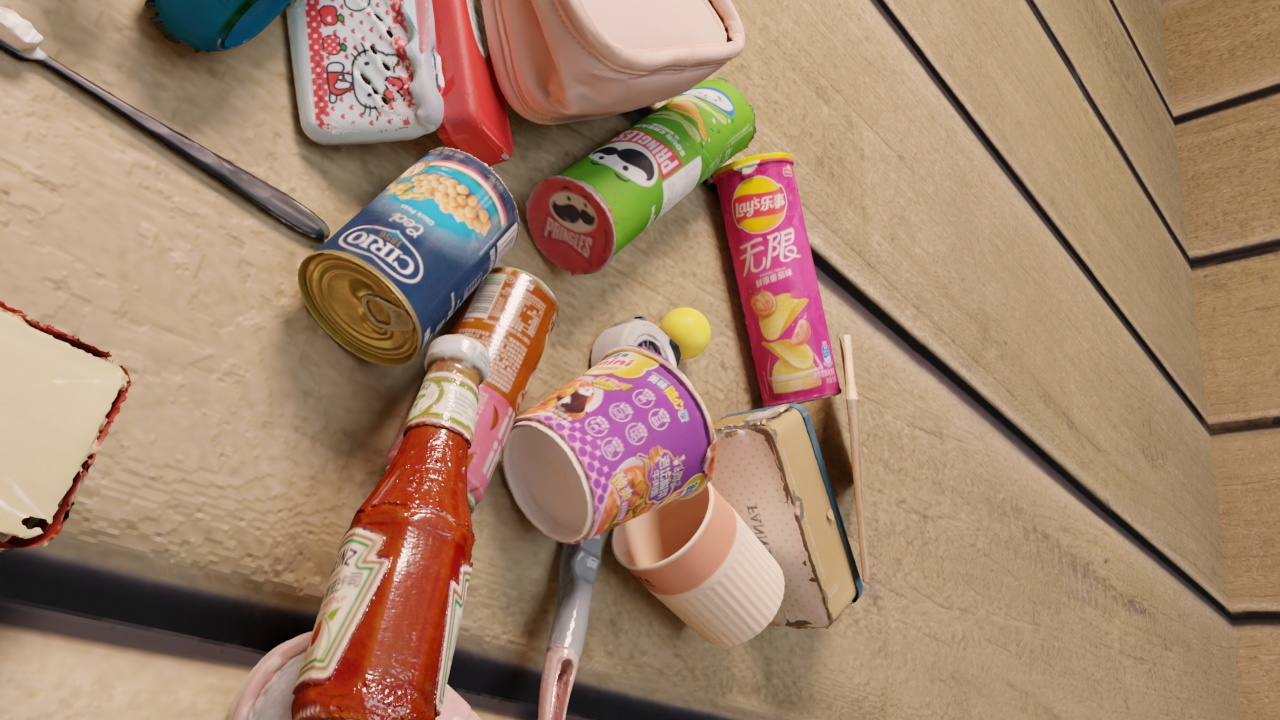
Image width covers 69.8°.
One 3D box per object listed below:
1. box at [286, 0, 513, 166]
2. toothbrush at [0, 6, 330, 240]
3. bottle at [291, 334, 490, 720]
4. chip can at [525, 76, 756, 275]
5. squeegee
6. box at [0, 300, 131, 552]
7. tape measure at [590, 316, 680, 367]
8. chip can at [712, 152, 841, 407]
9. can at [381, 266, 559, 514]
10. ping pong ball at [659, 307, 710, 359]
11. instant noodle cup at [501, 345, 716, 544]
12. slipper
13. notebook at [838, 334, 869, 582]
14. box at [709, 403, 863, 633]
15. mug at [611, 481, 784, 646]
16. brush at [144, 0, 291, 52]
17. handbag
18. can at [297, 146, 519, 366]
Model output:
[{"bbox_3d":[-0.151,-0.220,0.560,0.119,0.098,0.201,28,52,-78],"label":"box"},{"bbox_3d":[-0.231,-0.111,0.457,0.181,0.018,0.015,36,52,-38],"label":"toothbrush"},{"bbox_3d":[-0.106,0.076,0.434,0.059,0.060,0.205,39,42,-35],"label":"bottle"},{"bbox_3d":[0.009,-0.146,0.693,0.235,0.072,0.072,-45,113,-45],"label":"chip can"},{"bbox_3d":[-0.042,0.177,0.536,0.247,0.040,0.249,35,31,-22],"label":"squeegee"},{"bbox_3d":[-0.281,0.002,0.324,0.168,0.076,0.091,35,56,-38],"label":"box"},{"bbox_3d":[-0.004,0.004,0.667,0.066,0.034,0.065,42,50,-36],"label":"tape measure"},{"bbox_3d":[0.119,-0.067,0.793,0.071,0.072,0.210,-10,88,-49],"label":"chip can"},{"bbox_3d":[-0.097,0.015,0.540,0.058,0.058,0.147,42,51,-33],"label":"can"},{"bbox_3d":[0.034,-0.021,0.710,0.040,0.040,0.040,16,68,-45],"label":"ping pong ball"},{"bbox_3d":[-0.025,0.056,0.577,0.099,0.112,0.111,-25,98,-41],"label":"instant noodle cup"},{"bbox_3d":[-0.103,0.250,0.472,0.274,0.055,0.113,58,45,-19],"label":"slipper"},{"bbox_3d":[0.184,0.073,0.787,0.211,0.012,0.149,-52,136,-72],"label":"notebook"},{"bbox_3d":[0.107,0.129,0.717,0.060,0.090,0.184,-28,104,-49],"label":"box"},{"bbox_3d":[0.041,0.131,0.658,0.106,0.082,0.114,50,18,-30],"label":"mug"},{"bbox_3d":[-0.187,-0.215,0.467,0.143,0.074,0.055,-56,133,-18],"label":"brush"},{"bbox_3d":[-0.043,-0.280,0.610,0.192,0.094,0.234,-33,99,-52],"label":"handbag"},{"bbox_3d":[-0.126,-0.061,0.516,0.075,0.075,0.110,54,45,-23],"label":"can"}]
